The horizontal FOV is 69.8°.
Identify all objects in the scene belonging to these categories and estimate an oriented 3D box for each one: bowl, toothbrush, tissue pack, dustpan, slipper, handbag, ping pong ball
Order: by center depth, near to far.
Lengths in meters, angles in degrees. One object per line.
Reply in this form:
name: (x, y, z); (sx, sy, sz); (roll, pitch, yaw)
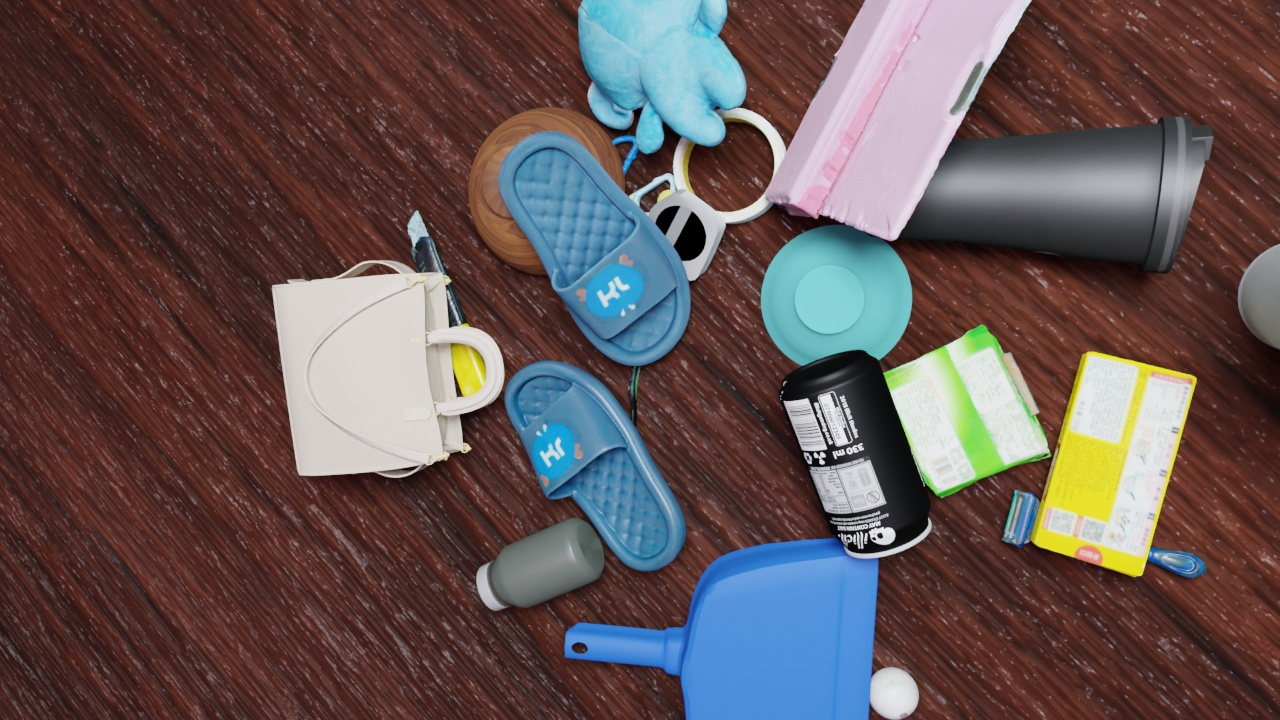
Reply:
tissue pack: (0.252, 0.041, 0.714); (0.100, 0.034, 0.114); (-26, 86, 20)
bowl: (0.153, -0.049, 0.732); (0.121, 0.046, 0.121); (1, 94, 17)
slipper: (-0.031, -0.087, 0.740); (0.104, 0.059, 0.214); (-32, 112, 4)
ping pong ball: (0.204, 0.269, 0.742); (0.040, 0.040, 0.040); (1, 94, 17)
dustpan: (0.059, 0.259, 0.778); (0.258, 0.059, 0.245); (3, 95, 7)
bowl: (-0.093, -0.148, 0.783); (0.147, 0.068, 0.147); (1, 92, 23)
slipper: (-0.042, 0.088, 0.787); (0.213, 0.059, 0.104); (50, 119, 12)
toothbrush: (-0.005, 0.005, 0.803); (0.017, 0.014, 0.188); (10, 96, 17)
handbag: (-0.215, 0.007, 0.823); (0.198, 0.101, 0.194); (-4, 95, 17)

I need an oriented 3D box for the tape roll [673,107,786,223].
tape roll: (0.075, -0.161, 0.763); (0.094, 0.019, 0.094); (1, 94, 18)

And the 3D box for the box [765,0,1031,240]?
box: (0.177, -0.206, 0.648); (0.050, 0.180, 0.233); (24, 97, -21)

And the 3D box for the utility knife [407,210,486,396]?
utility knife: (-0.180, -0.051, 0.851); (0.029, 0.020, 0.186); (-21, 89, 17)

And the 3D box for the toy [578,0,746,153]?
toy: (0.029, -0.244, 0.728); (0.180, 0.114, 0.184); (50, 130, 27)

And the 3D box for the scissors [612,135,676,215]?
scissors: (-0.021, -0.127, 0.801); (0.097, 0.020, 0.133); (33, 102, 16)

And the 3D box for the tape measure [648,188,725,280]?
tape measure: (0.035, -0.107, 0.769); (0.064, 0.016, 0.065); (37, 129, 11)

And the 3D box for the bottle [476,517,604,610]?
bottle: (-0.090, 0.185, 0.819); (0.109, 0.060, 0.060); (-26, 86, 17)

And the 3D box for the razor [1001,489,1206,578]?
razor: (0.351, 0.138, 0.698); (0.141, 0.018, 0.044); (15, 89, 15)

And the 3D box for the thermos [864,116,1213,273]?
thermos: (0.277, -0.121, 0.664); (0.219, 0.105, 0.106); (6, 96, 22)

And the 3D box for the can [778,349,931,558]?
can: (0.167, 0.071, 0.710); (0.080, 0.080, 0.146); (-20, 98, 18)

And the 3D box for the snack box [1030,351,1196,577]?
snack box: (0.348, 0.075, 0.679); (0.075, 0.025, 0.152); (16, 90, 15)

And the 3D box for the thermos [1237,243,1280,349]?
thermos: (0.440, -0.039, 0.549); (0.132, 0.221, 0.131); (1, 94, 17)
